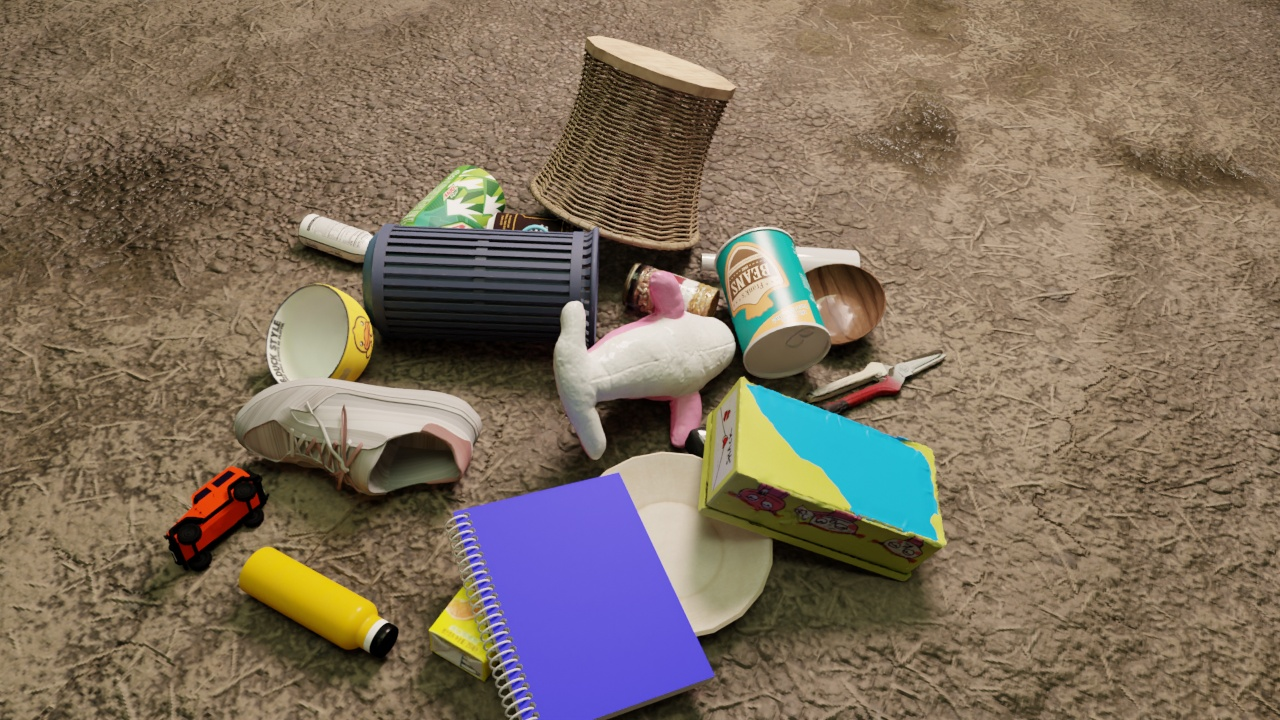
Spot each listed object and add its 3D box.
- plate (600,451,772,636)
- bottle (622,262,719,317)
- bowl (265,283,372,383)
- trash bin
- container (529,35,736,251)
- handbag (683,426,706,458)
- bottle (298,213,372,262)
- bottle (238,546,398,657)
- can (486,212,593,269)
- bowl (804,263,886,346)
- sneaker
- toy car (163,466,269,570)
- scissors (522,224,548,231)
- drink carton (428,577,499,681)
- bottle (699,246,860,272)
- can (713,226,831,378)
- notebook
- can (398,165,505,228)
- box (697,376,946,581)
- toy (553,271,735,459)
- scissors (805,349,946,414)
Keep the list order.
[{"bbox_3d":[0.027,0.172,0.858,0.189,0.027,0.188,1,53,-1],"label":"plate"},{"bbox_3d":[0.037,-0.075,1.097,0.105,0.056,0.056,20,46,13],"label":"bottle"},{"bbox_3d":[-0.332,-0.018,0.978,0.117,0.067,0.117,-6,76,25],"label":"bowl"},{"bbox_3d":[-0.173,-0.085,1.029,0.249,0.139,0.139,2,45,-2],"label":"trash bin"},{"bbox_3d":[-0.003,-0.274,1.142,0.227,0.196,0.226,16,25,-8],"label":"container"},{"bbox_3d":[0.107,0.100,0.941,0.128,0.054,0.079,-10,58,-19],"label":"handbag"},{"bbox_3d":[-0.364,-0.147,1.137,0.116,0.041,0.041,19,46,13],"label":"bottle"},{"bbox_3d":[-0.274,0.210,0.788,0.144,0.043,0.043,23,47,16],"label":"bottle"},{"bbox_3d":[-0.124,-0.143,1.136,0.128,0.072,0.071,5,45,-1],"label":"can"},{"bbox_3d":[0.234,-0.060,1.105,0.119,0.032,0.119,-8,56,11],"label":"bowl"},{"bbox_3d":[-0.273,0.082,0.879,0.236,0.099,0.089,1,31,-7],"label":"sneaker"},{"bbox_3d":[-0.389,0.141,0.839,0.049,0.051,0.100,30,49,18],"label":"toy car"},{"bbox_3d":[-0.153,-0.115,1.097,0.139,0.118,0.015,8,12,-9],"label":"scissors"},{"bbox_3d":[-0.122,0.207,0.809,0.058,0.043,0.134,25,49,14],"label":"drink carton"},{"bbox_3d":[0.173,-0.118,1.156,0.195,0.053,0.052,3,45,-3],"label":"bottle"},{"bbox_3d":[0.149,-0.066,1.053,0.099,0.099,0.143,-5,55,-11],"label":"can"},{"bbox_3d":[-0.057,0.202,0.784,0.171,0.022,0.209,-11,53,-24],"label":"notebook"},{"bbox_3d":[-0.238,-0.175,1.148,0.083,0.083,0.143,19,46,13],"label":"can"},{"bbox_3d":[0.172,0.114,0.868,0.221,0.080,0.124,20,46,-14],"label":"box"},{"bbox_3d":[-0.006,0.006,0.972,0.128,0.186,0.264,-7,5,41],"label":"toy"},{"bbox_3d":[0.280,0.025,1.051,0.189,0.015,0.139,4,44,-2],"label":"scissors"}]
